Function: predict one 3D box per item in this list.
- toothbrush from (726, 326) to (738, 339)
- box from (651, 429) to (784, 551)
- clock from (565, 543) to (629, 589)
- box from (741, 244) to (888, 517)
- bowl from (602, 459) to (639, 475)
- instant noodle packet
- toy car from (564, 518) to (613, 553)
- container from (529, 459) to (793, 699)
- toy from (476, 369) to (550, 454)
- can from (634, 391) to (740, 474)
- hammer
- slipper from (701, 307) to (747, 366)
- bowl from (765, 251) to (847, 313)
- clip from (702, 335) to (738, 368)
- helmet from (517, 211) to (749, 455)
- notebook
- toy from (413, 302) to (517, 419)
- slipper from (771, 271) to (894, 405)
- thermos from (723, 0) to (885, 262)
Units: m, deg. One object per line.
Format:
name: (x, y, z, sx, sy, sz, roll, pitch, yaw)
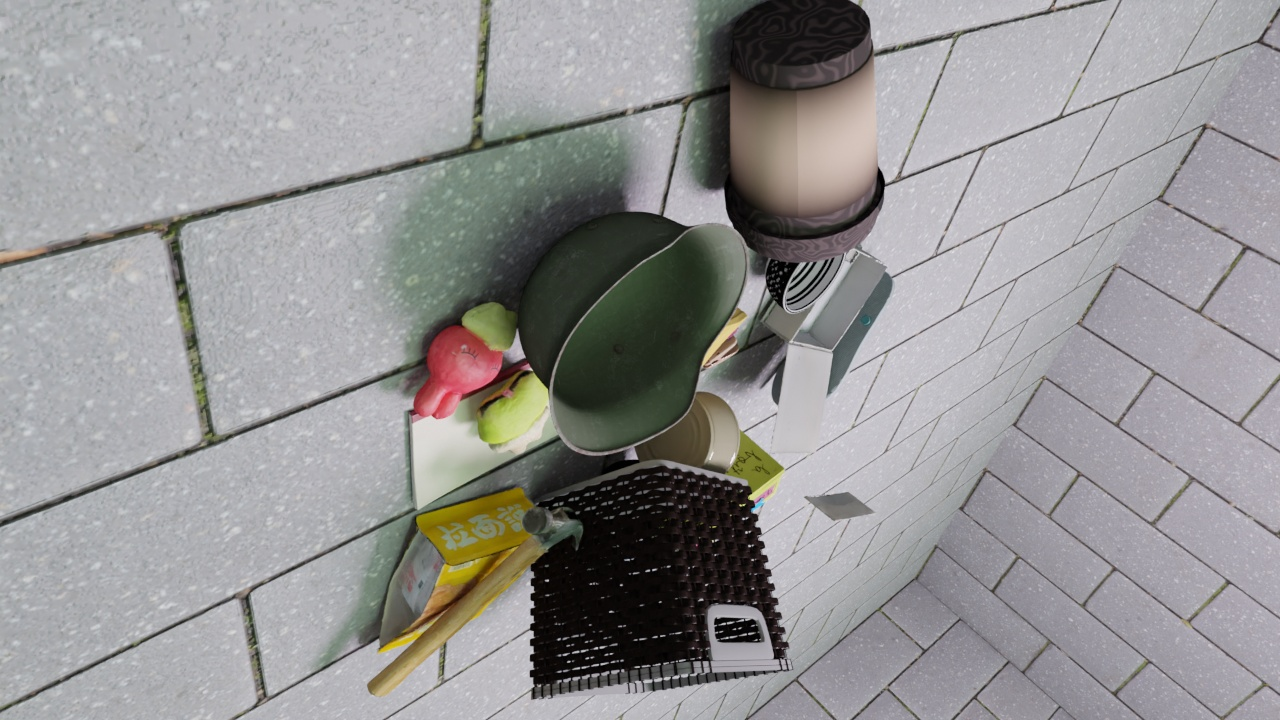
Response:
toothbrush: (0.060, 0.007, 1.235, 0.189, 0.016, 0.016, -39, 151, -16)
box: (0.106, 0.206, 1.432, 0.220, 0.124, 0.079, -31, 149, -25)
clock: (-0.060, 0.297, 1.361, 0.117, 0.083, 0.057, -19, 134, -39)
box: (0.235, 0.018, 1.357, 0.166, 0.108, 0.419, 7, 105, -55)
bowl: (-0.014, 0.169, 1.274, 0.124, 0.052, 0.124, -6, 158, -3)
instant noodle packet: (-0.225, 0.270, 1.127, 0.162, 0.084, 0.222, -10, 140, -48)
toy car: (-0.073, 0.247, 1.331, 0.105, 0.033, 0.048, -22, 143, -42)
container: (0.016, 0.285, 1.167, 0.246, 0.243, 0.247, -23, 153, 34)
toy: (-0.134, 0.062, 0.995, 0.092, 0.043, 0.118, -41, 152, -17)
can: (0.061, 0.103, 1.241, 0.073, 0.128, 0.128, 9, 119, -54)
hammer: (-0.196, 0.284, 1.069, 0.331, 0.033, 0.132, -43, 157, 11)
slipper: (0.060, -0.035, 1.118, 0.100, 0.078, 0.263, -53, 171, 13)
bowl: (0.208, -0.130, 1.216, 0.120, 0.066, 0.120, -33, 148, -25)
clip: (0.108, -0.015, 1.266, 0.061, 0.025, 0.045, -36, 149, -13)
helmet: (-0.020, -0.055, 0.913, 0.267, 0.154, 0.227, -33, 141, -20)
notebook: (-0.163, 0.070, 1.023, 0.208, 0.012, 0.153, -26, 143, -34)
toy: (-0.170, 0.001, 0.892, 0.135, 0.045, 0.091, -53, 149, -4)
slipper: (0.314, -0.024, 1.453, 0.269, 0.098, 0.054, -54, 149, 8)
thermos: (0.166, -0.238, 0.941, 0.172, 0.173, 0.226, -36, 143, -20)
